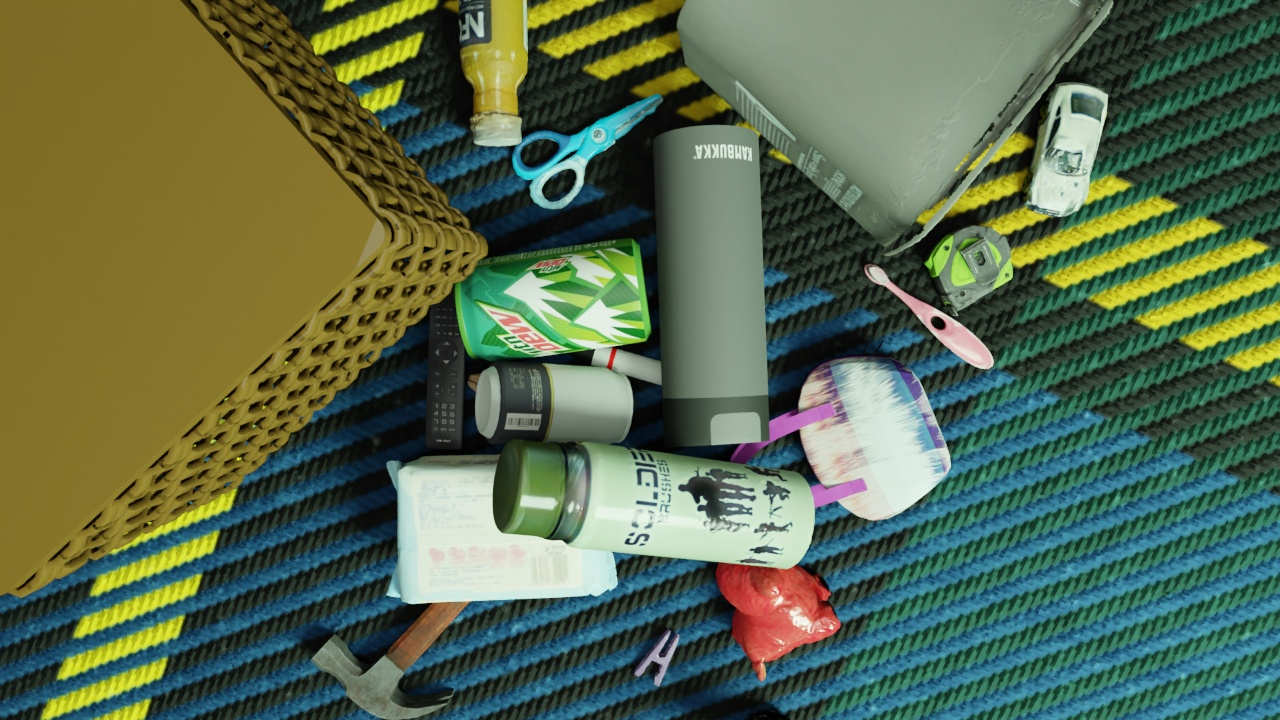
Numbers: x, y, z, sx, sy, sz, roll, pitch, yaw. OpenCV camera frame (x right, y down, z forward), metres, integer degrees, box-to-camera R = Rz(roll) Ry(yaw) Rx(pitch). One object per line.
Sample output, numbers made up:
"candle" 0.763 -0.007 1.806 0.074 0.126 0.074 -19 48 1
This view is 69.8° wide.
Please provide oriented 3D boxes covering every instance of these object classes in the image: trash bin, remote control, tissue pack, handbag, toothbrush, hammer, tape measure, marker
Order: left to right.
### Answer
"remote control" -0.161 0.006 0.768 0.032 0.015 0.136 3 93 1
"hammer" -0.139 0.182 0.779 0.111 0.028 0.301 42 95 -2
"tissue pack" -0.112 0.130 0.727 0.182 0.070 0.112 -3 94 5
"marker" -0.004 0.005 0.763 0.145 0.019 0.019 16 95 0
"handbag" 0.153 0.072 0.750 0.170 0.068 0.144 -23 96 10
"trash bin" 0.161 -0.222 0.659 0.220 0.197 0.197 38 96 3
"toothbrush" 0.238 -0.036 0.756 0.135 0.016 0.022 38 99 -2
"tape measure" 0.266 -0.078 0.741 0.065 0.036 0.058 -34 93 4

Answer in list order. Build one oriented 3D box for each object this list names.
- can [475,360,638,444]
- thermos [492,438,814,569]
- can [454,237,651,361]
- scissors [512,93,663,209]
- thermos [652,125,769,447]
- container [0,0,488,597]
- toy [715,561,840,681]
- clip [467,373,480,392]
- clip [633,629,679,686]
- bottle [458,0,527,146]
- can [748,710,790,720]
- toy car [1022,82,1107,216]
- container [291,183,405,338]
"can" -0.063 0.036 0.730 0.127 0.064 0.064 4 96 -24
"thermos" 0.008 0.101 0.669 0.231 0.082 0.082 10 96 -21
"can" -0.067 -0.047 0.727 0.144 0.083 0.083 -8 95 2
"scissors" -0.040 -0.179 0.750 0.135 0.015 0.066 -31 92 6
"thermos" 0.055 -0.052 0.712 0.082 0.082 0.240 -2 89 1
"container" -0.262 -0.060 0.494 0.252 0.214 0.219 -42 93 4
"toy" 0.087 0.192 0.752 0.133 0.088 0.094 44 106 -2
"clip" -0.116 0.031 0.767 0.060 0.024 0.039 7 93 8
"clip" 0.011 0.255 0.791 0.041 0.014 0.052 6 99 3
"bottle" -0.116 -0.265 0.722 0.053 0.053 0.186 0 96 1
"can" 0.109 0.331 0.733 0.054 0.137 0.054 0 96 1
"toy car" 0.342 -0.169 0.733 0.048 0.033 0.105 10 97 -2
"container" -0.248 -0.085 0.685 0.132 0.167 0.132 0 95 1
